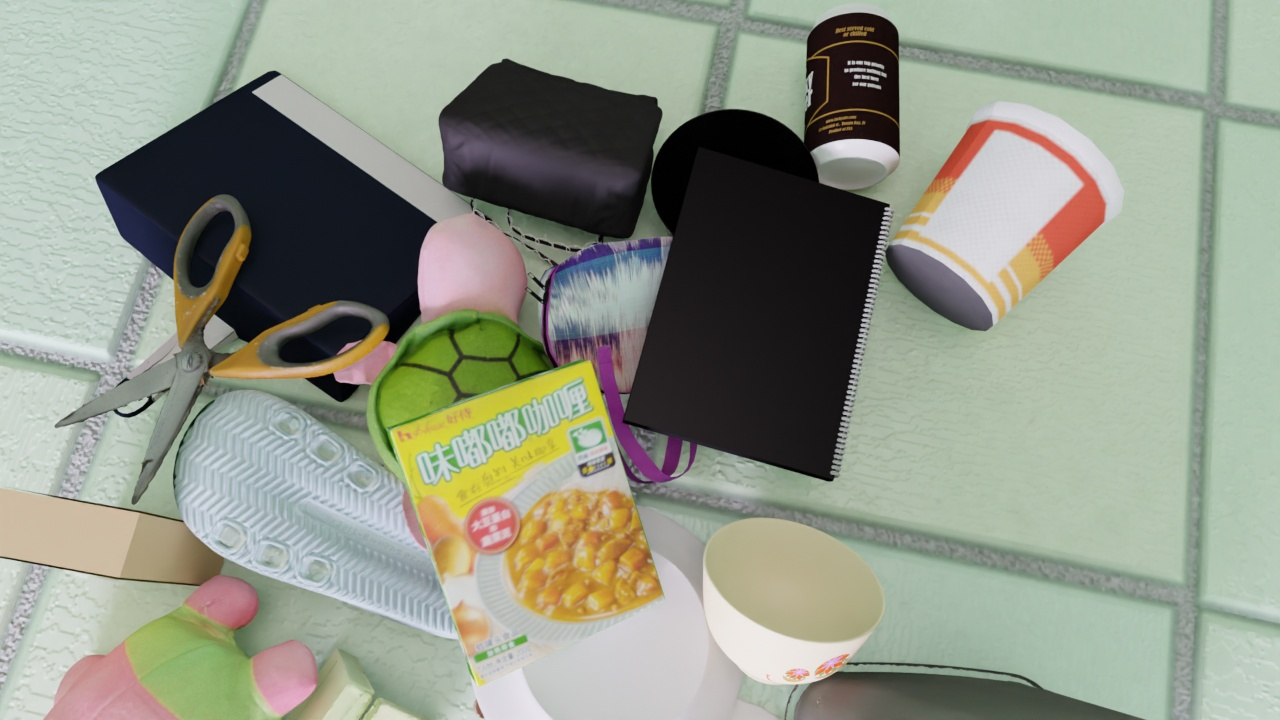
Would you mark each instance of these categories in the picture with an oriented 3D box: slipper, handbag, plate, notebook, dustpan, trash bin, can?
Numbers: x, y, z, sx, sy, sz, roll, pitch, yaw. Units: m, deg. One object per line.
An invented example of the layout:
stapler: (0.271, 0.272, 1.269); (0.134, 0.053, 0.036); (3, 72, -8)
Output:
slipper: (-0.201, 0.114, 0.629); (0.245, 0.074, 0.103); (30, 71, -8)
handbag: (-0.063, -0.155, 0.708); (0.154, 0.115, 0.124); (15, 51, 8)
plate: (0.039, 0.327, 0.595); (0.208, 0.015, 0.208); (0, 74, 0)
notebook: (0.086, -0.035, 0.636); (0.149, 0.016, 0.206); (16, 74, -3)
dustpan: (-0.292, -0.068, 0.697); (0.236, 0.080, 0.272); (35, 57, 9)
trash bin: (0.197, 0.270, 0.494); (0.197, 0.220, 0.197); (4, 73, -4)
plate: (-0.018, 0.186, 0.611); (0.188, 0.016, 0.188); (4, 69, -12)
handbag: (-0.004, 0.004, 0.654); (0.144, 0.068, 0.170); (-12, 87, -36)
can: (0.164, -0.203, 0.713); (0.072, 0.072, 0.128); (4, 74, 1)

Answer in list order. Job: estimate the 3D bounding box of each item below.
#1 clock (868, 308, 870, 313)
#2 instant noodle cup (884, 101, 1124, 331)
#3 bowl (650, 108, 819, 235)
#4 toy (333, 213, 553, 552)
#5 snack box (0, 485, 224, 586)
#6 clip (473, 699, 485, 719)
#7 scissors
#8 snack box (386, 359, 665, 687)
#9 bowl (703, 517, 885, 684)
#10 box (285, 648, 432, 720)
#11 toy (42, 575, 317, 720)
clock: (0.110, -0.034, 0.679); (0.129, 0.052, 0.090); (-38, 77, -14)
instant noodle cup: (0.253, -0.097, 0.664); (0.123, 0.123, 0.121); (41, 86, 11)
bowl: (0.070, -0.124, 0.701); (0.124, 0.052, 0.124); (0, 74, 0)
toy: (-0.114, 0.015, 0.632); (0.190, 0.088, 0.237); (5, 69, -17)
snack box: (-0.342, 0.118, 0.599); (0.088, 0.126, 0.040); (9, 74, 3)
clip: (-0.081, 0.237, 0.611); (0.062, 0.045, 0.024); (14, 73, -10)
scissors: (-0.272, -0.010, 0.608); (0.225, 0.016, 0.224); (6, 68, 7)
snack box: (-0.068, 0.099, 0.576); (0.131, 0.027, 0.168); (-20, 97, -19)
bowl: (0.091, 0.169, 0.603); (0.118, 0.117, 0.074); (14, 117, 4)
box: (-0.227, 0.288, 0.594); (0.083, 0.091, 0.187); (25, 72, 43)
toy: (-0.318, 0.246, 0.566); (0.192, 0.097, 0.236); (32, 60, 33)
